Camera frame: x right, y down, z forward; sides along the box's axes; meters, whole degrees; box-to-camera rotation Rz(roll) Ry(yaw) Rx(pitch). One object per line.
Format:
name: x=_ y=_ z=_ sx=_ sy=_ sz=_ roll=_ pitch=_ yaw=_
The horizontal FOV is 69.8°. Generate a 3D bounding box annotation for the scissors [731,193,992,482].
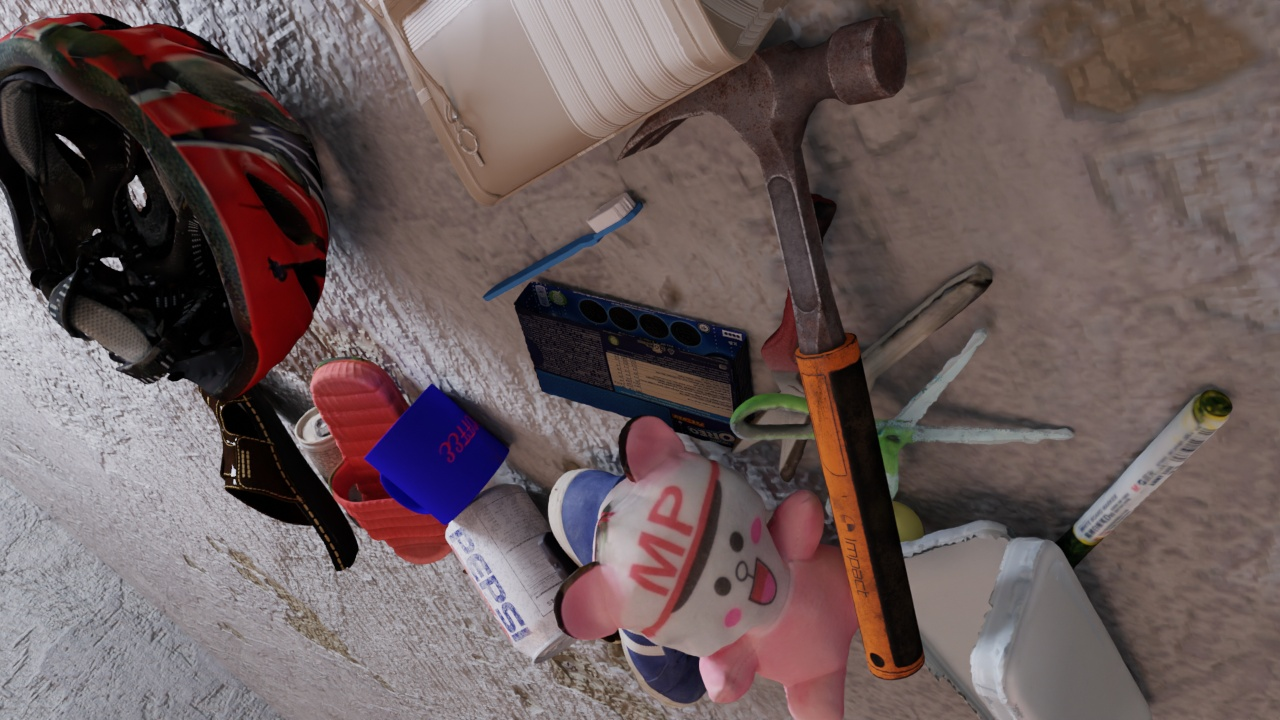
scissors: x=0.097 y=-0.005 z=0.473 sx=0.180 sy=0.015 sz=0.187 roll=-10 pitch=123 yaw=36

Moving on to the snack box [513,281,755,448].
snack box: x=-0.003 y=0.003 z=0.571 sx=0.150 sy=0.027 sz=0.082 roll=16 pitch=142 yaw=24

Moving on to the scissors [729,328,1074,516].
scissors: x=0.134 y=0.041 z=0.486 sx=0.171 sy=0.023 sz=0.168 roll=2 pitch=132 yaw=19

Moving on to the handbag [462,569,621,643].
handbag: x=-0.083 y=0.218 z=0.868 sx=0.166 sy=0.063 sz=0.138 roll=21 pitch=159 yaw=14

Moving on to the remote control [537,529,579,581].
remote control: x=-0.059 y=0.152 z=0.739 sx=0.046 sy=0.009 sz=0.124 roll=54 pitch=-177 yaw=2

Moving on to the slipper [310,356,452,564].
slipper: x=-0.229 y=0.108 z=0.826 sx=0.103 sy=0.059 sz=0.249 roll=-3 pitch=128 yaw=12

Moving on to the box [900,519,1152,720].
box: x=0.208 y=0.182 z=0.540 sx=0.125 sy=0.106 sz=0.215 roll=2 pitch=138 yaw=48

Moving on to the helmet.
helmet: x=-0.295 y=-0.098 z=0.577 sx=0.217 sy=0.166 sz=0.273 roll=34 pitch=145 yaw=4

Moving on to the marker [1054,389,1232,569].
marker: x=0.240 y=0.063 z=0.448 sx=0.017 sy=0.017 sz=0.147 roll=26 pitch=143 yaw=13

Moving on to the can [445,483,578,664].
can: x=-0.098 y=0.176 z=0.766 sx=0.136 sy=0.078 sz=0.078 roll=52 pitch=149 yaw=21

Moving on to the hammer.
hammer: x=0.081 y=0.015 z=0.436 sx=0.138 sy=0.034 sz=0.314 roll=1 pitch=115 yaw=42

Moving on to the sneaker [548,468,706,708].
sneaker: x=0.037 y=0.174 z=0.688 sx=0.119 sy=0.091 sz=0.233 roll=-9 pitch=117 yaw=42

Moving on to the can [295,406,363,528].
can: x=-0.282 y=0.106 z=0.895 sx=0.054 sy=0.054 sz=0.136 roll=12 pitch=138 yaw=29

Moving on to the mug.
mug: x=-0.173 y=0.084 z=0.750 sx=0.083 sy=0.079 sz=0.111 roll=42 pitch=126 yaw=-8

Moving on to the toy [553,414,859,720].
toy: x=0.056 y=0.137 z=0.571 sx=0.213 sy=0.142 sz=0.084 roll=28 pitch=175 yaw=-21

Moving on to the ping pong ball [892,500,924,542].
ping pong ball: x=0.149 y=0.104 z=0.549 sx=0.040 sy=0.040 sz=0.040 roll=22 pitch=142 yaw=18

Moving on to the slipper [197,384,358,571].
slipper: x=-0.369 y=0.101 z=0.894 sx=0.268 sy=0.075 sz=0.113 roll=51 pitch=158 yaw=12

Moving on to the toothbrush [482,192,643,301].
toothbrush: x=-0.054 y=-0.064 z=0.547 sx=0.014 sy=0.016 sz=0.167 roll=49 pitch=143 yaw=-18

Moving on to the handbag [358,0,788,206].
handbag: x=-0.068 y=-0.178 z=0.377 sx=0.176 sy=0.062 sz=0.198 roll=-15 pitch=125 yaw=47
